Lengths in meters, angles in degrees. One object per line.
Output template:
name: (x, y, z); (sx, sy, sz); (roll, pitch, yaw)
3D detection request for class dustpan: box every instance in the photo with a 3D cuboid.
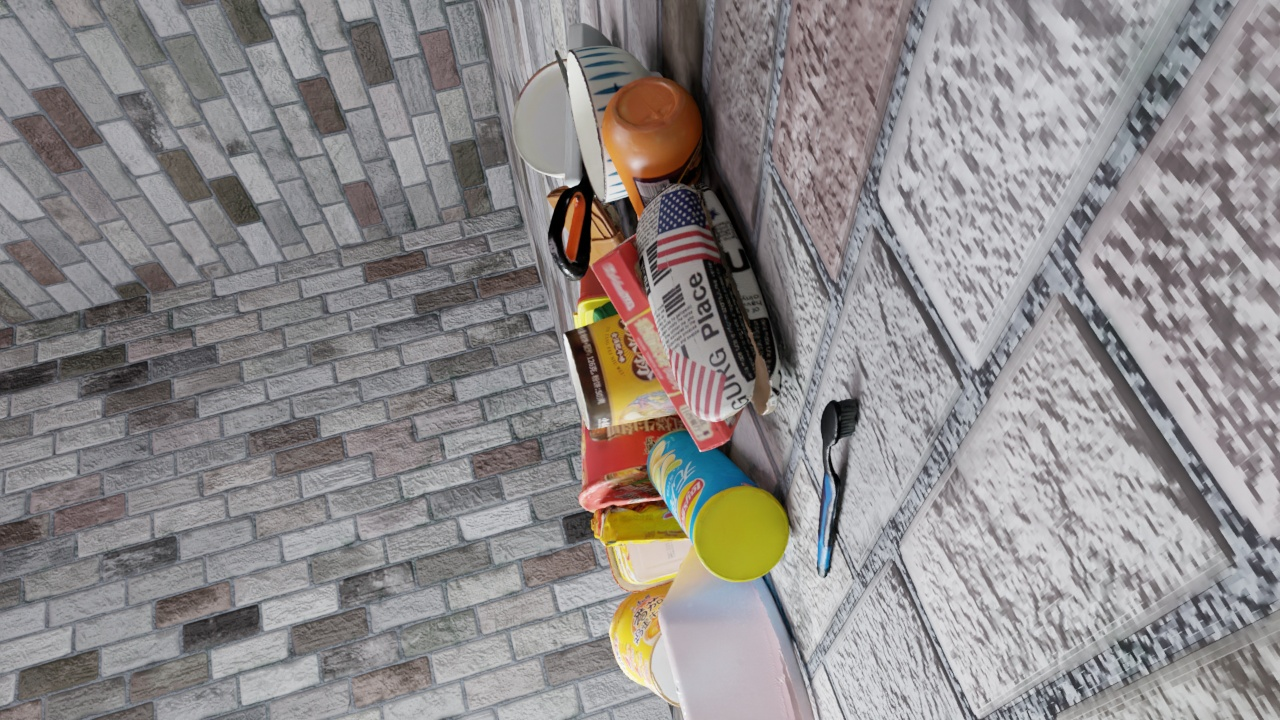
dustpan: (0.119, 0.282, 0.881); (0.272, 0.139, 0.222); (-30, -75, -69)

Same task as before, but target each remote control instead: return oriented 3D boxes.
remote control: (-0.045, -0.225, 0.831); (0.058, 0.021, 0.150); (4, -93, -63)

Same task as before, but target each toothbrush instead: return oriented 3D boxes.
toothbrush: (0.111, 0.080, 0.533); (0.014, 0.016, 0.190); (58, 166, 38)

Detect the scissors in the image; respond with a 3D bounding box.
scissors: (-0.030, -0.156, 0.807); (0.221, 0.022, 0.233); (53, -139, -45)

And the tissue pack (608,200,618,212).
tissue pack: (-0.049, -0.202, 1.007); (0.134, 0.050, 0.093); (87, 164, -61)

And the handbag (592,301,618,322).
handbag: (-0.002, -0.003, 1.024); (0.131, 0.068, 0.120); (89, 157, -58)

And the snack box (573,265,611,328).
snack box: (-0.041, -0.067, 1.112); (0.091, 0.082, 0.080); (86, 177, -51)

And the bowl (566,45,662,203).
bowl: (-0.012, -0.185, 0.706); (0.116, 0.066, 0.116); (165, 91, -82)

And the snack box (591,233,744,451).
snack box: (0.024, -0.016, 0.654); (0.153, 0.026, 0.075); (59, -156, -9)

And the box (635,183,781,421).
box: (0.036, -0.039, 0.586); (0.075, 0.082, 0.163); (107, 151, -66)

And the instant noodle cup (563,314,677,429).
instant noodle cup: (-0.005, 0.005, 0.843); (0.118, 0.114, 0.118); (165, 91, -83)

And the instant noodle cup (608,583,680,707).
instant noodle cup: (0.045, 0.337, 1.081); (0.110, 0.138, 0.138); (-175, 70, -74)

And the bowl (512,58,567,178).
bowl: (-0.063, -0.232, 0.907); (0.062, 0.114, 0.113); (6, -114, -63)

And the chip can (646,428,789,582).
chip can: (0.057, 0.111, 0.761); (0.210, 0.071, 0.071); (-138, 34, -78)

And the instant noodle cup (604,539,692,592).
instant noodle cup: (0.018, 0.203, 1.045); (0.124, 0.116, 0.116); (120, 135, -81)

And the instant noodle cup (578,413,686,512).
instant noodle cup: (-0.001, 0.088, 0.945); (0.138, 0.138, 0.108); (91, 171, -65)

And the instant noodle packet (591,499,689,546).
instant noodle packet: (0.020, 0.157, 0.897); (0.111, 0.128, 0.044); (150, 117, -80)

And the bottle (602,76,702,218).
bottle: (0.016, -0.128, 0.652); (0.150, 0.067, 0.066); (72, 179, -58)

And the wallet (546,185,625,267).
wallet: (-0.040, -0.125, 0.972); (0.132, 0.031, 0.108); (57, 162, -25)
